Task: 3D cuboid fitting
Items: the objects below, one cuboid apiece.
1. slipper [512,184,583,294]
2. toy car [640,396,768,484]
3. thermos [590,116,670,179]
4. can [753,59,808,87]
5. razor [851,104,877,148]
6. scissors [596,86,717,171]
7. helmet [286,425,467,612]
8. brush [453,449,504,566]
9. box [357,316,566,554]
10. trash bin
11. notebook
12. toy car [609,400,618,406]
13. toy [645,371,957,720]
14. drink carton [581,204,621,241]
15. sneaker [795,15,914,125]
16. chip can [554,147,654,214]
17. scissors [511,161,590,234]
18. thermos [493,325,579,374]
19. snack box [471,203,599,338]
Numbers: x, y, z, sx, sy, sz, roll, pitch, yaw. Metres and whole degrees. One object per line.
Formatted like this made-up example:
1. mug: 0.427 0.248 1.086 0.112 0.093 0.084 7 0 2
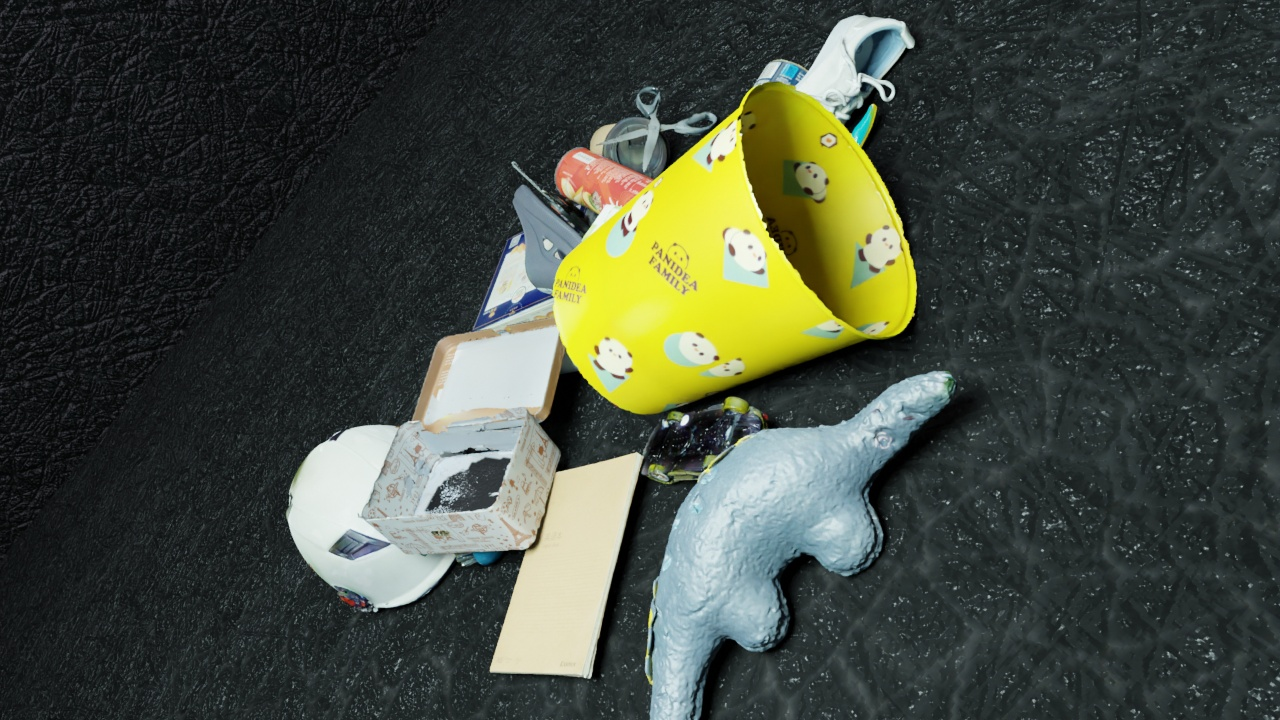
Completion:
1. slipper: -0.094 -0.119 1.116 0.083 0.110 0.268 -46 48 6
2. toy car: 0.055 0.077 0.840 0.158 0.042 0.070 -13 49 54
3. thermos: -0.021 -0.284 1.244 0.093 0.093 0.143 -51 25 1
4. can: 0.148 -0.272 1.033 0.075 0.075 0.111 17 72 55
5. razor: 0.202 -0.207 0.946 0.132 0.028 0.043 -51 2 6
6. scissors: 0.022 -0.294 1.163 0.014 0.159 0.180 100 170 -50
7. helmet: -0.335 0.171 1.120 0.274 0.157 0.229 9 66 53
8. brush: -0.163 0.160 1.019 0.074 0.055 0.143 -15 44 17
9. box: -0.175 0.075 1.000 0.177 0.082 0.260 -8 49 25
10. trash bin: 0.070 -0.079 0.818 0.256 0.229 0.229 -28 40 39
11. notebook: -0.072 0.196 0.882 0.150 0.012 0.211 -19 47 46
12. toy car: -0.006 0.006 0.993 0.049 0.031 0.106 -31 30 32
13. toy: 0.095 0.132 0.700 0.356 0.091 0.138 -51 45 6
14. drink carton: -0.003 -0.115 1.022 0.053 0.122 0.045 -55 35 -7
15. sneaker: 0.199 -0.266 0.963 0.242 0.089 0.091 -51 37 -11
16. chip can: -0.017 -0.198 1.114 0.217 0.073 0.073 34 86 41
17. scissors: -0.081 -0.176 1.101 0.022 0.204 0.224 -49 15 4
18. thermos: -0.114 -0.013 1.111 0.221 0.070 0.070 -10 51 45
19. snack box: -0.137 -0.119 1.258 0.178 0.046 0.182 -18 46 40
